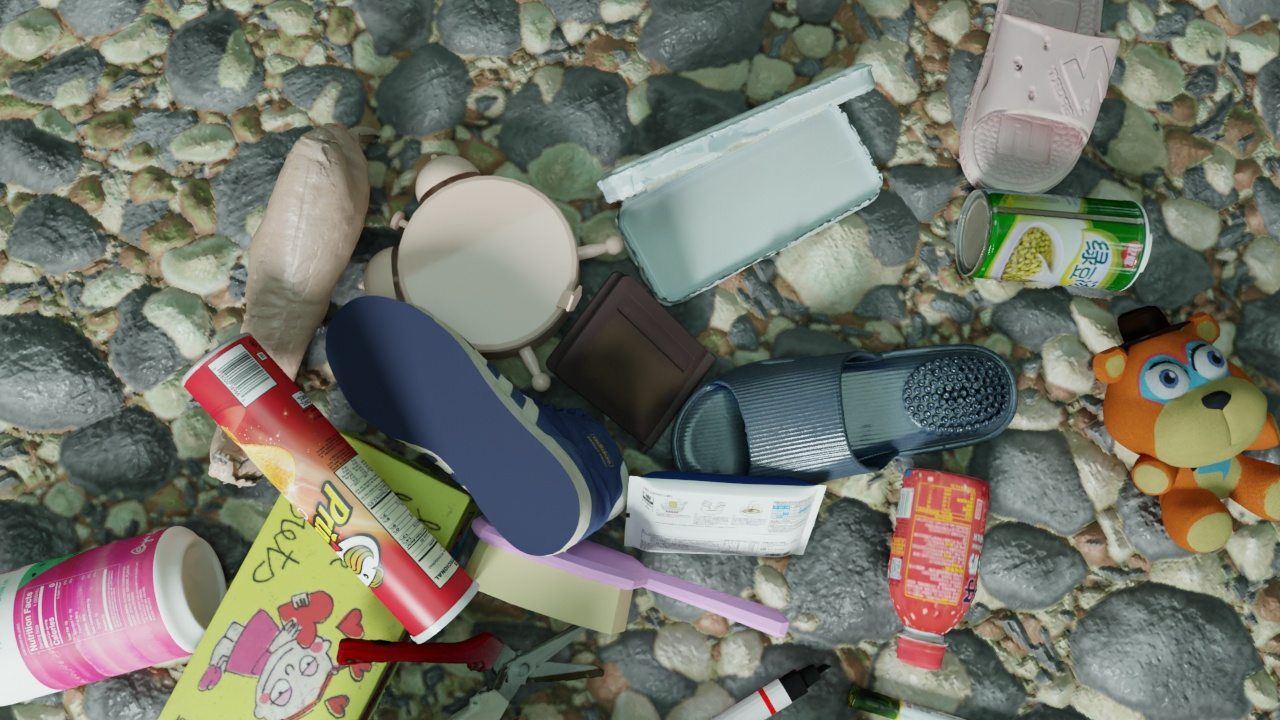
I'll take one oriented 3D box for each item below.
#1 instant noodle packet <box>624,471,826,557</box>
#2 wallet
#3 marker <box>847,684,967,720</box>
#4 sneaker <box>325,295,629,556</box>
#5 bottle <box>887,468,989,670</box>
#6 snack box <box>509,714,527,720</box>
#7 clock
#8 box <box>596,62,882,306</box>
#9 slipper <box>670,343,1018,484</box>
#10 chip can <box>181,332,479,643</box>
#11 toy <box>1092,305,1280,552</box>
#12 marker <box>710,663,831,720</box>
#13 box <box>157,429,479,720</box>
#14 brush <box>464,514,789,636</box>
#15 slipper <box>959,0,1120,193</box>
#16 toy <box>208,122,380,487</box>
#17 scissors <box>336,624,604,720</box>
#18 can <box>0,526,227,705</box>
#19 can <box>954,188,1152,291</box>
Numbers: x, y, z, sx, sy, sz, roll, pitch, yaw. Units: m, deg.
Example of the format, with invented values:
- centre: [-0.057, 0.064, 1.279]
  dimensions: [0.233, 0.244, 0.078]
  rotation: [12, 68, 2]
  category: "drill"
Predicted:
- centre: [0.057, 0.112, 0.653]
  dimensions: [0.134, 0.087, 0.026]
  rotation: [3, 46, -1]
  category: "instant noodle packet"
- centre: [-0.004, 0.004, 0.663]
  dimensions: [0.115, 0.018, 0.091]
  rotation: [41, 82, -35]
  category: "wallet"
- centre: [0.222, 0.265, 0.666]
  dimensions: [0.146, 0.017, 0.017]
  rotation: [16, 83, 1]
  category: "marker"
- centre: [-0.101, 0.038, 0.646]
  dimensions: [0.233, 0.118, 0.091]
  rotation: [37, 103, 20]
  category: "sneaker"
- centre: [0.210, 0.149, 0.659]
  dimensions: [0.062, 0.062, 0.137]
  rotation: [11, 84, 0]
  category: "bottle"
- centre: [-0.140, 0.299, 0.560]
  dimensions: [0.153, 0.207, 0.055]
  rotation: [-22, 86, -4]
  category: "snack box"
- centre: [-0.113, -0.071, 0.672]
  dimensions: [0.160, 0.086, 0.131]
  rotation: [27, 83, 8]
  category: "clock"
- centre: [0.081, -0.142, 0.669]
  dimensions: [0.211, 0.106, 0.130]
  rotation: [-30, 88, -4]
  category: "box"
- centre: [0.152, 0.035, 0.661]
  dimensions: [0.263, 0.082, 0.101]
  rotation: [-10, 81, -3]
  category: "slipper"
- centre: [-0.191, 0.079, 0.571]
  dimensions: [0.051, 0.052, 0.214]
  rotation: [-41, 95, -6]
  category: "chip can"
- centre: [0.395, 0.044, 0.665]
  dimensions: [0.112, 0.096, 0.176]
  rotation: [-23, 73, -3]
  category: "toy"
- centre: [0.074, 0.257, 0.663]
  dimensions: [0.145, 0.019, 0.019]
  rotation: [-30, 85, -4]
  category: "marker"
- centre: [-0.213, 0.166, 0.638]
  dimensions: [0.124, 0.083, 0.221]
  rotation: [28, 85, 2]
  category: "box"
- centre: [-0.011, 0.162, 0.638]
  dimensions: [0.229, 0.089, 0.043]
  rotation: [18, 87, 1]
  category: "brush"
- centre: [0.316, -0.239, 0.707]
  dimensions: [0.094, 0.064, 0.239]
  rotation: [14, 81, 0]
  category: "slipper"
- centre: [-0.245, -0.041, 0.662]
  dimensions: [0.065, 0.195, 0.265]
  rotation: [17, 108, -4]
  category: "toy"
- centre: [-0.120, 0.222, 0.618]
  dimensions: [0.196, 0.015, 0.179]
  rotation: [38, 80, -29]
  category: "scissors"
- centre: [-0.380, 0.175, 0.629]
  dimensions: [0.166, 0.088, 0.088]
  rotation: [-15, 83, -3]
  category: "can"
- centre: [0.306, -0.090, 0.686]
  dimensions: [0.121, 0.067, 0.067]
  rotation: [5, 83, 0]
  category: "can"
